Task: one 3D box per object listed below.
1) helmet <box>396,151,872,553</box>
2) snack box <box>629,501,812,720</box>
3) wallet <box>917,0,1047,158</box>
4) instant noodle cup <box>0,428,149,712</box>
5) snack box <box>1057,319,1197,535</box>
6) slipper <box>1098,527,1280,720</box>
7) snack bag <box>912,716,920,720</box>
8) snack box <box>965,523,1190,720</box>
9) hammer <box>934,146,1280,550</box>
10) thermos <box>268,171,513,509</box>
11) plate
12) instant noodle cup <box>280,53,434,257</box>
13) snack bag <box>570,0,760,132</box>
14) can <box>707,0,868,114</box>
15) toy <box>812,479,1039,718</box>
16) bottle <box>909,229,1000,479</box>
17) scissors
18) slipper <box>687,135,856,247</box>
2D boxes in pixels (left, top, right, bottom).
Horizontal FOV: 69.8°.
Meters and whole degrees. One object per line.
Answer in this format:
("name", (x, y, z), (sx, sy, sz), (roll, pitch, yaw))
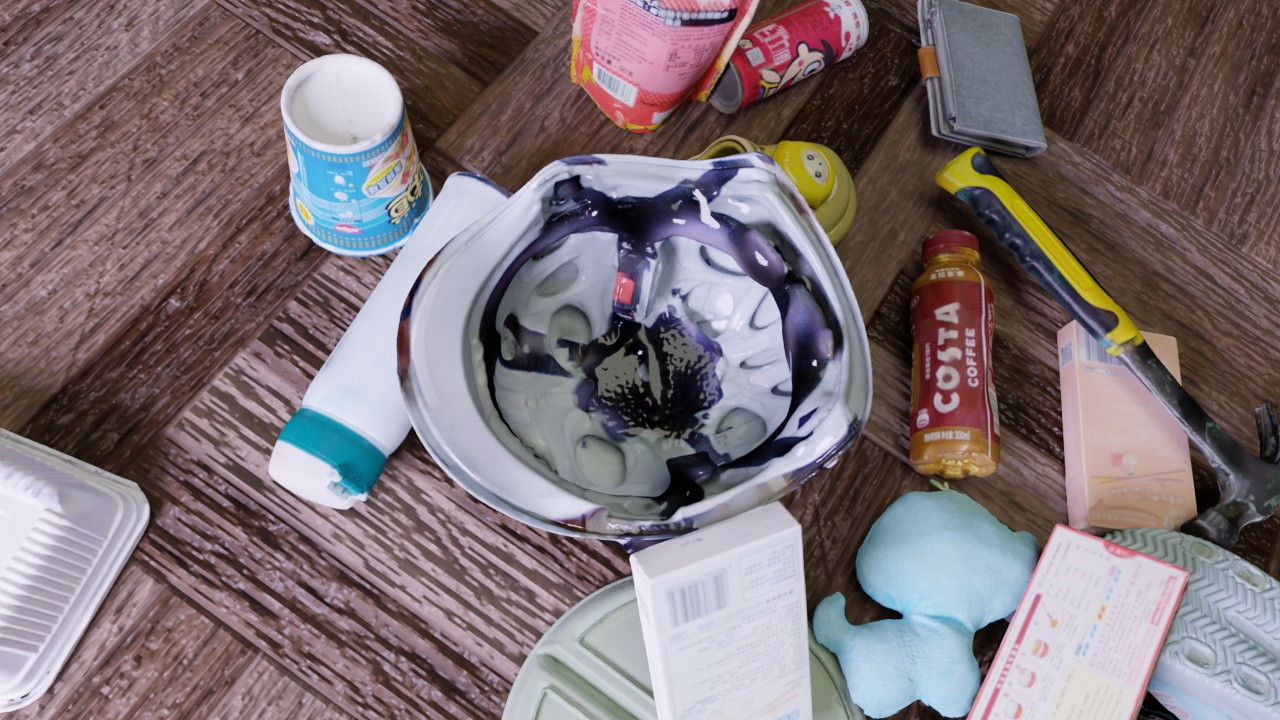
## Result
("helmet", (-0.003, 0.003, 0.553), (0.258, 0.146, 0.229), (-17, 73, -7))
("snack box", (0.047, 0.154, 0.483), (0.084, 0.157, 0.027), (-17, 30, -16))
("wallet", (0.274, -0.232, 0.751), (0.106, 0.037, 0.129), (6, 69, -19))
("instant noodle cup", (-0.383, 0.098, 0.497), (0.173, 0.060, 0.137), (22, 67, 0))
("snack box", (0.349, 0.051, 0.661), (0.084, 0.026, 0.157), (10, 68, -6))
("slipper", (0.378, 0.193, 0.565), (0.245, 0.074, 0.103), (32, 58, 26))
("snack bag", (0.199, 0.260, 0.546), (0.104, 0.026, 0.048), (30, 77, 22))
("snack box", (0.254, 0.179, 0.538), (0.077, 0.027, 0.155), (20, 68, 37))
("hammer", (0.335, -0.027, 0.657), (0.126, 0.032, 0.323), (-32, 76, -19))
("thermos", (-0.150, -0.014, 0.578), (0.073, 0.073, 0.223), (27, 68, 1))
("plate", (0.031, 0.236, 0.535), (0.230, 0.028, 0.229), (3, 68, -8))
("instant noodle cup", (-0.185, -0.136, 0.593), (0.099, 0.110, 0.099), (4, 68, -9))
("snack bag", (0.014, -0.235, 0.614), (0.128, 0.208, 0.073), (8, 73, -6))
("can", (0.113, -0.243, 0.717), (0.132, 0.053, 0.053), (-30, 77, -19))
("toy", (0.184, 0.145, 0.582), (0.161, 0.050, 0.156), (3, 61, -8))
("bottle", (0.219, -0.007, 0.643), (0.057, 0.058, 0.174), (10, 68, -6))
("scissors", (0.302, 0.231, 0.589), (0.230, 0.022, 0.220), (37, 64, 8))
("slipper", (0.071, -0.112, 0.646), (0.190, 0.082, 0.091), (-13, 75, -12))
